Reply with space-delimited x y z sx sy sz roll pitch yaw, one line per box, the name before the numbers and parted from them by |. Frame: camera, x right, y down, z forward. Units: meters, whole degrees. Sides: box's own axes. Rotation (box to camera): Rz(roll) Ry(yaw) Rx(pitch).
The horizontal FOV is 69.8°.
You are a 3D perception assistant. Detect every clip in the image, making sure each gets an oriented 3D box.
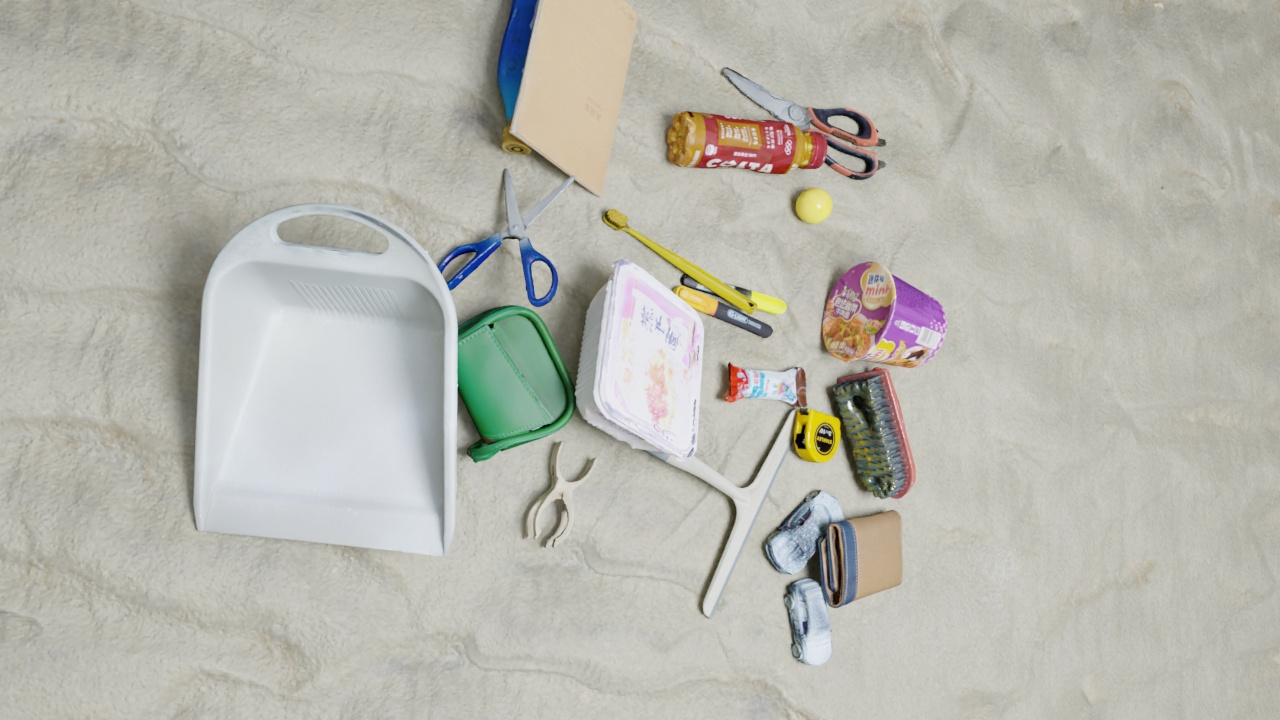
clip | -0.079 0.131 0.889 0.076 0.035 0.100 29 70 -16

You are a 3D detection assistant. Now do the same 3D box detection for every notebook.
notebook | -0.060 -0.289 0.909 0.149 0.012 0.211 26 71 -56

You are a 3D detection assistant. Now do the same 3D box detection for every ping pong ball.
ping pong ball | 0.194 -0.173 1.024 0.040 0.040 0.040 2 83 -21

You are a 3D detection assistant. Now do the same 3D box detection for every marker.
marker | 0.101 -0.072 0.992 0.124 0.015 0.018 15 78 -16
marker | 0.090 -0.051 0.984 0.123 0.015 0.018 22 82 -20

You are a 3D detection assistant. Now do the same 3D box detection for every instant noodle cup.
instant noodle cup | -0.005 0.005 0.883 0.138 0.060 0.173 34 47 -37
instant noodle cup | 0.273 -0.043 1.012 0.099 0.112 0.111 15 79 -29

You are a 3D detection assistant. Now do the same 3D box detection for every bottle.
bottle | 0.118 -0.233 0.992 0.174 0.058 0.057 -1 84 -22
bottle | -0.106 -0.312 0.908 0.065 0.065 0.218 13 80 -20

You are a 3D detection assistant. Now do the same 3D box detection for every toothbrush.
toothbrush | 0.044 -0.104 0.961 0.190 0.017 0.015 32 73 -10

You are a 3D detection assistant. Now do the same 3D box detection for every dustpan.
dustpan | -0.256 0.016 0.748 0.222 0.143 0.257 6 76 -1

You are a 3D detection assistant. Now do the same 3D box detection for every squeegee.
squeegee | 0.035 0.097 0.934 0.246 0.039 0.246 33 73 -15

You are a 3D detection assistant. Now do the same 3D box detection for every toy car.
toy car | 0.183 0.279 0.976 0.042 0.034 0.090 -6 88 -26
toy car | 0.180 0.184 0.986 0.105 0.031 0.049 -41 101 -22

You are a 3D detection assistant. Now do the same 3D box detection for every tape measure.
tape measure | 0.190 0.082 1.000 0.060 0.029 0.057 17 78 -38

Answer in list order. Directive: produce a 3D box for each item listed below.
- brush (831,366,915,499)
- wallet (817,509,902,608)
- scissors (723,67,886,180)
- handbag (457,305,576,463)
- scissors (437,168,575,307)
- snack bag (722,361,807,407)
brush | 0.269 0.082 1.018 0.069 0.063 0.146 -18 92 -43
wallet | 0.241 0.211 0.989 0.115 0.033 0.090 -3 91 -40
scissors | 0.191 -0.288 1.050 0.176 0.015 0.210 -33 97 -20
handbag | -0.131 0.018 0.867 0.120 0.068 0.131 -25 95 -14
scissors | -0.122 -0.114 0.875 0.175 0.012 0.162 -35 60 -5
snack bag | 0.134 0.027 0.987 0.105 0.026 0.045 4 78 -24
